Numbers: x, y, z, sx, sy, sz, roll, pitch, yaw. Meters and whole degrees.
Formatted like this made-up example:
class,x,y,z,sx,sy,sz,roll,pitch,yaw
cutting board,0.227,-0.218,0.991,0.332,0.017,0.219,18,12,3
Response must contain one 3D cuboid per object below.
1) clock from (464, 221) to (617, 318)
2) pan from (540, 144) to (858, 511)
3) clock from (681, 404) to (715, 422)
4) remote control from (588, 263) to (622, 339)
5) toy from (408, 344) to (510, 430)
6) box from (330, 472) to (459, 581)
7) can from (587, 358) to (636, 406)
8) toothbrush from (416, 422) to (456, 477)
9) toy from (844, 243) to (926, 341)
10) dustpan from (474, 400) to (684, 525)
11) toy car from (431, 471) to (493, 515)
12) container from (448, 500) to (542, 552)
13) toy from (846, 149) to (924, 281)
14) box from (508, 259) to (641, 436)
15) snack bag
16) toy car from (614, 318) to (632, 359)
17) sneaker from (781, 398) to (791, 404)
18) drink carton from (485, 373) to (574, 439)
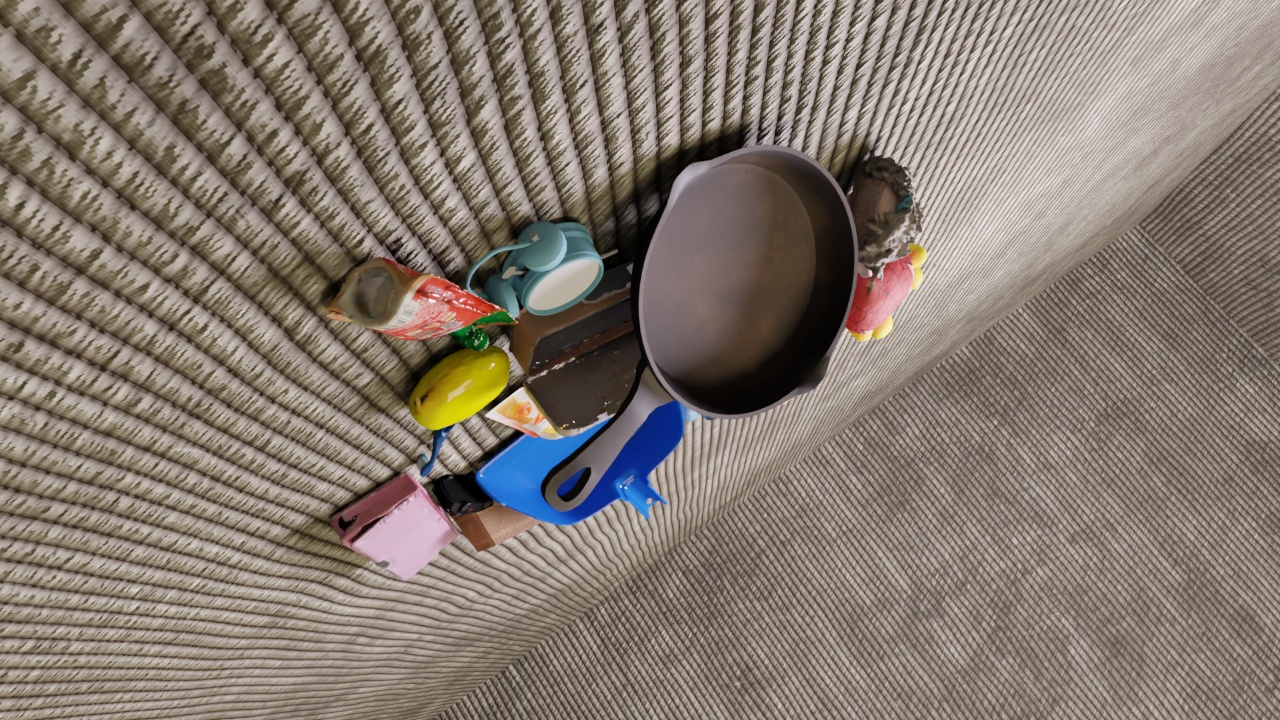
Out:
class,x,y,z,sx,sy,sz,roll,pitch,yaw
clock,-0.077,-0.067,0.671,0.123,0.042,0.088,-6,146,-49
pan,0.041,-0.020,0.756,0.355,0.043,0.249,-47,125,-12
clock,0.089,0.020,1.135,0.161,0.060,0.118,-27,148,-47
remote control,-0.034,-0.053,0.832,0.039,0.010,0.125,-31,163,-15
toy,-0.148,0.023,0.762,0.096,0.041,0.094,-46,163,33
box,-0.252,0.184,0.983,0.098,0.046,0.233,-31,162,-14
can,-0.006,0.006,0.970,0.101,0.053,0.053,-36,163,-1
toothbrush,-0.185,0.068,0.860,0.021,0.016,0.133,-19,154,-46
toy,0.311,-0.098,1.223,0.147,0.099,0.216,-67,159,8
dustpan,-0.031,0.123,1.093,0.245,0.059,0.258,-38,147,-1
toy car,-0.197,0.150,1.003,0.036,0.042,0.091,-43,162,14
container,-0.161,0.180,1.094,0.113,0.061,0.063,-22,175,-39
toy,0.242,-0.140,0.978,0.076,0.132,0.176,15,169,-13
box,-0.003,-0.037,0.788,0.215,0.095,0.108,-26,136,-26
snack bag,-0.141,-0.027,0.625,0.087,0.044,0.155,-11,166,14
toy car,0.051,-0.054,0.924,0.188,0.056,0.082,-27,163,-36
sneaker,0.191,-0.020,1.192,0.091,0.116,0.242,-10,141,-30
drink carton,-0.105,0.048,0.935,0.069,0.039,0.122,-37,157,7
